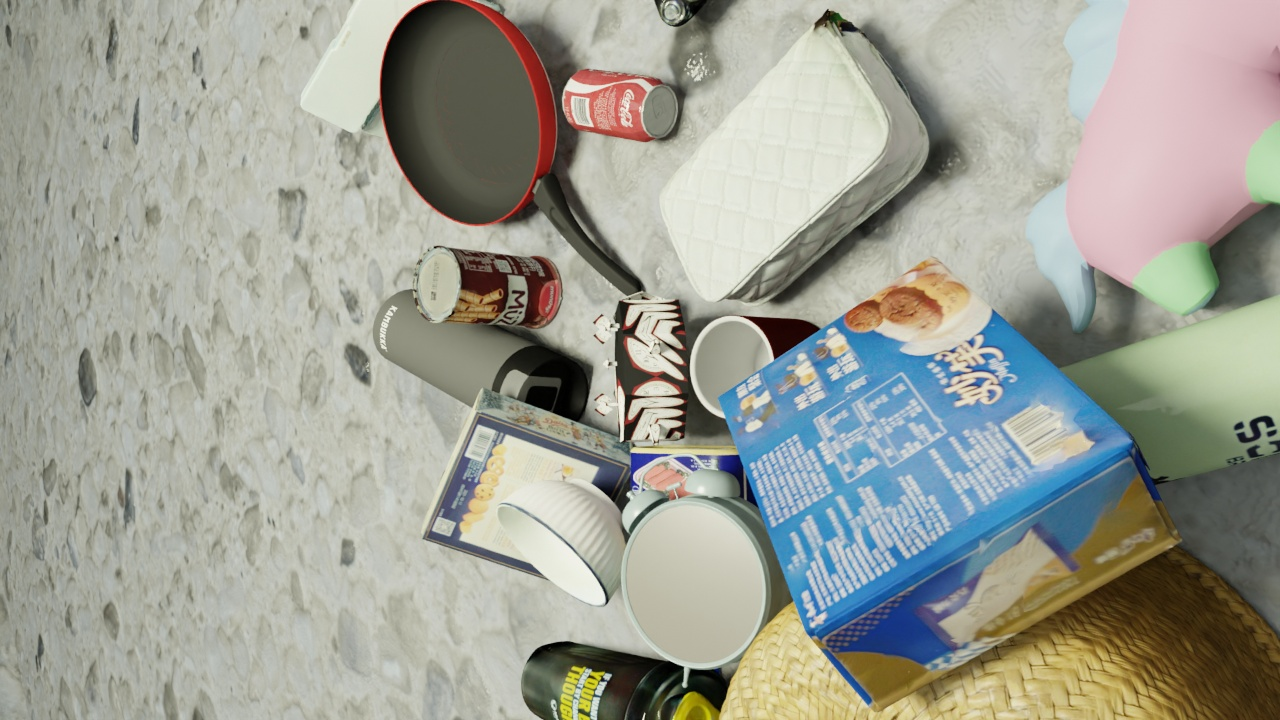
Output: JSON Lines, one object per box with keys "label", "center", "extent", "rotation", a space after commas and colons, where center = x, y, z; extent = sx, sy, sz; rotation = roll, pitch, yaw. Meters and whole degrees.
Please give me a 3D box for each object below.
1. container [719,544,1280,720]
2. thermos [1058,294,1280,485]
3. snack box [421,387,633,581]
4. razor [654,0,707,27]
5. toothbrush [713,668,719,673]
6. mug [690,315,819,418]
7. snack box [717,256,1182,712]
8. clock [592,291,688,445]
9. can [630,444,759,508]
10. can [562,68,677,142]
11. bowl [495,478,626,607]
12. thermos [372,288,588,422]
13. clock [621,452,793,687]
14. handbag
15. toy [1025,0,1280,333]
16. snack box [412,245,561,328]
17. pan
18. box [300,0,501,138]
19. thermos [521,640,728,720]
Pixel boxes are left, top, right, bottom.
{"label": "container", "center": [0.194, 0.244, 0.507], "extent": [0.308, 0.196, 0.307], "rotation": [1, 92, 40]}
{"label": "thermos", "center": [0.291, 0.018, 0.484], "extent": [0.232, 0.082, 0.082], "rotation": [-24, 74, 31]}
{"label": "snack box", "center": [-0.100, 0.115, 0.806], "extent": [0.042, 0.145, 0.145], "rotation": [-97, 31, -63]}
{"label": "razor", "center": [0.018, -0.334, 0.745], "extent": [0.054, 0.067, 0.151], "rotation": [-39, 57, 31]}
{"label": "toothbrush", "center": [0.061, 0.333, 0.743], "extent": [0.018, 0.016, 0.182], "rotation": [-8, 85, 47]}
{"label": "mug", "center": [0.102, 0.007, 0.659], "extent": [0.106, 0.082, 0.073], "rotation": [9, 96, 42]}
{"label": "snack box", "center": [0.137, 0.049, 0.472], "extent": [0.155, 0.069, 0.202], "rotation": [-35, 26, 11]}
{"label": "clock", "center": [-0.004, 0.004, 0.732], "extent": [0.154, 0.065, 0.115], "rotation": [-110, 19, -74]}
{"label": "can", "center": [0.043, 0.115, 0.731], "extent": [0.116, 0.056, 0.092], "rotation": [-3, 87, 42]}
{"label": "can", "center": [-0.018, -0.218, 0.784], "extent": [0.097, 0.054, 0.054], "rotation": [22, 105, 40]}
{"label": "bowl", "center": [-0.054, 0.138, 0.748], "extent": [0.118, 0.062, 0.118], "rotation": [32, 151, 20]}
{"label": "thermos", "center": [-0.162, 0.001, 0.895], "extent": [0.241, 0.082, 0.082], "rotation": [23, 106, 39]}
{"label": "clock", "center": [0.042, 0.146, 0.663], "extent": [0.123, 0.045, 0.159], "rotation": [-25, 75, 28]}
{"label": "handbag", "center": [0.105, -0.136, 0.665], "extent": [0.195, 0.072, 0.138], "rotation": [-41, 55, 35]}
{"label": "toy", "center": [0.280, -0.129, 0.488], "extent": [0.171, 0.119, 0.223], "rotation": [51, 121, 18]}
{"label": "snack box", "center": [-0.141, -0.066, 0.850], "extent": [0.072, 0.121, 0.072], "rotation": [0, 90, 41]}
{"label": "pan", "center": [-0.114, -0.185, 0.858], "extent": [0.356, 0.067, 0.209], "rotation": [43, 130, 13]}
{"label": "box", "center": [-0.245, -0.306, 0.933], "extent": [0.198, 0.134, 0.040], "rotation": [-41, 47, 34]}
{"label": "thermos", "center": [-0.011, 0.281, 0.746], "extent": [0.221, 0.098, 0.098], "rotation": [-8, 85, 52]}
